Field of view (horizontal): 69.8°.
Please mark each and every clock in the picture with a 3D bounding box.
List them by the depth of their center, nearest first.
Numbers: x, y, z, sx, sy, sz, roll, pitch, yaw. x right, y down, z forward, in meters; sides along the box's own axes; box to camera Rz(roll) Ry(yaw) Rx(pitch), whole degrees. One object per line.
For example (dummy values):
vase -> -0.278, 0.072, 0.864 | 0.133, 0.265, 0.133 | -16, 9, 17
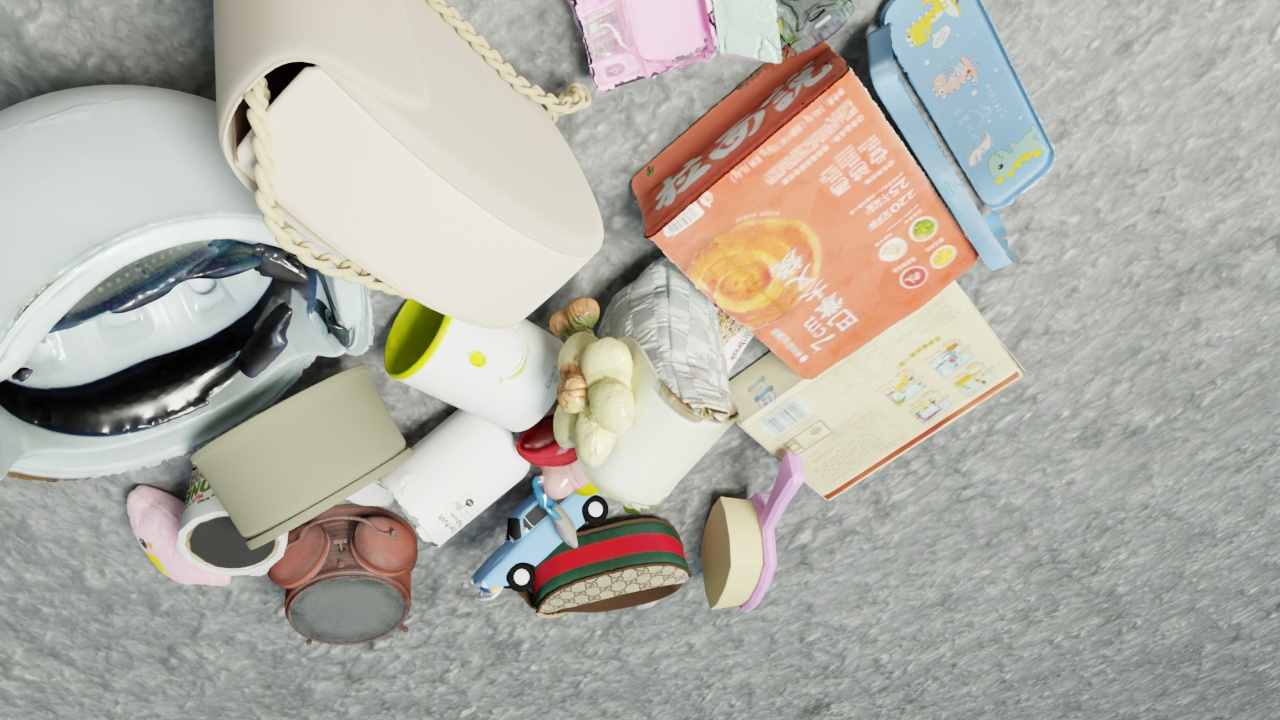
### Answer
clock -> -0.255, 0.181, 0.796 | 0.120, 0.072, 0.158 | -4, 132, -12

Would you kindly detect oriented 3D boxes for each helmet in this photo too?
helmet -> -0.288, -0.045, 0.518 | 0.236, 0.163, 0.265 | -25, 167, -30

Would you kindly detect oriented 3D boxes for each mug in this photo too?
mug -> -0.118, -0.004, 0.665 | 0.106, 0.082, 0.083 | 31, 117, -35
mug -> -0.308, 0.118, 0.715 | 0.073, 0.089, 0.105 | -9, 132, -7

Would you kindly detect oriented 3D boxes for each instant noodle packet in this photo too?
instant noodle packet -> 0.125, -0.086, 0.643 | 0.165, 0.083, 0.221 | -38, 123, 17

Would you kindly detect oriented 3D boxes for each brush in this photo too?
brush -> 0.099, 0.154, 0.838 | 0.043, 0.089, 0.229 | 0, 142, -9

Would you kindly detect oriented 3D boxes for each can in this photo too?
can -> -0.230, 0.065, 0.633 | 0.128, 0.127, 0.073 | -29, 95, 10

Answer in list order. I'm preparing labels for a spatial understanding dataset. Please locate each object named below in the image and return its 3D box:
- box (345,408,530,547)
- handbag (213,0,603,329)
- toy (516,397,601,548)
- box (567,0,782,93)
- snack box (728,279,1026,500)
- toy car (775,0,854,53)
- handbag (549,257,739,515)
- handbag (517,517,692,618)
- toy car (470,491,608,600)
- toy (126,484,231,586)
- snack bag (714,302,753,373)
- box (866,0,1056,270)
box -> -0.178, 0.086, 0.743 | 0.136, 0.144, 0.083 | -41, 139, -19
handbag -> -0.109, -0.124, 0.473 | 0.103, 0.210, 0.208 | -40, 138, 20
toy -> -0.035, 0.079, 0.739 | 0.097, 0.124, 0.131 | 10, 150, 24
box -> 0.017, -0.264, 0.487 | 0.159, 0.066, 0.231 | 0, 135, 17
snack box -> 0.199, 0.017, 0.785 | 0.208, 0.055, 0.153 | -37, 128, 17
toy car -> 0.085, -0.238, 0.548 | 0.048, 0.033, 0.105 | -33, 117, 17
handbag -> -0.004, 0.004, 0.646 | 0.123, 0.171, 0.113 | 20, 130, -20
handbag -> -0.034, 0.216, 0.899 | 0.166, 0.063, 0.138 | -14, 142, -4
toy car -> -0.085, 0.143, 0.783 | 0.153, 0.056, 0.055 | -40, 96, -23
toy -> -0.367, 0.151, 0.740 | 0.050, 0.093, 0.103 | -44, 148, -33
snack bag -> 0.036, 0.023, 0.774 | 0.070, 0.016, 0.197 | 12, 126, -26
box -> 0.221, -0.163, 0.636 | 0.209, 0.049, 0.120 | 41, 69, -38
